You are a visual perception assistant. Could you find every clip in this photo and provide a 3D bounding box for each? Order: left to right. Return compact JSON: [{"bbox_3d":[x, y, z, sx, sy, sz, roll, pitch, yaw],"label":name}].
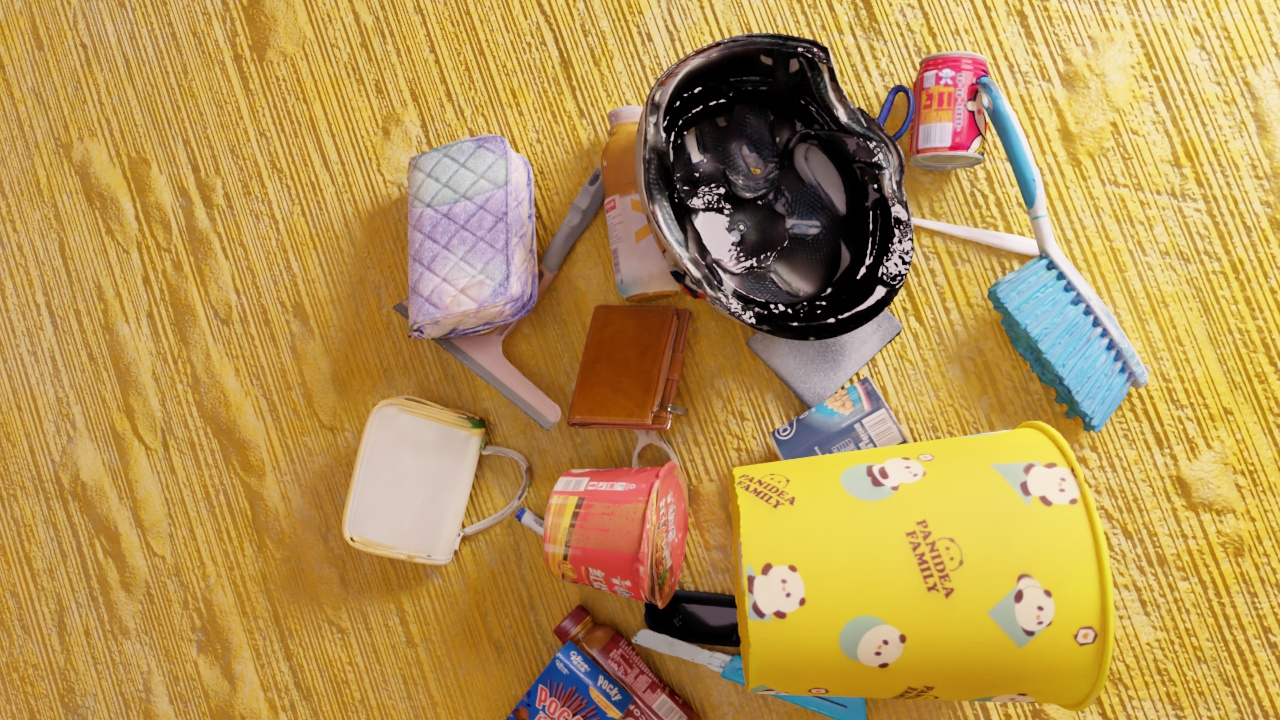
[{"bbox_3d":[0.006,0.068,0.926,0.071,0.034,0.100,-12,96,13],"label":"clip"}]

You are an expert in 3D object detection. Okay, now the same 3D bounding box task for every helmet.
[{"bbox_3d":[0.105,-0.142,0.832,0.229,0.157,0.274,-33,93,-12],"label":"helmet"}]

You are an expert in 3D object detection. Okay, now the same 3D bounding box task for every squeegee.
[{"bbox_3d":[-0.102,-0.091,0.945,0.248,0.040,0.249,36,92,28],"label":"squeegee"}]

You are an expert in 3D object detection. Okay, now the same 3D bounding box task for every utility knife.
[{"bbox_3d":[0.106,0.306,0.899,0.238,0.018,0.034,16,95,8],"label":"utility knife"}]

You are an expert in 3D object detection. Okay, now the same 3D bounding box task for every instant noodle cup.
[{"bbox_3d":[-0.023,0.161,0.884,0.109,0.137,0.138,3,91,20],"label":"instant noodle cup"}]

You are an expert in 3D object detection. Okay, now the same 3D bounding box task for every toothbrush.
[{"bbox_3d":[0.291,-0.124,0.863,0.180,0.016,0.016,16,96,13],"label":"toothbrush"}]

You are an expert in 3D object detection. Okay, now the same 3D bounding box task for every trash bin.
[{"bbox_3d":[0.207,0.172,0.754,0.255,0.229,0.229,-4,89,3],"label":"trash bin"}]

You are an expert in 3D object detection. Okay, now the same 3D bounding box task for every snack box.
[{"bbox_3d":[-0.077,0.354,0.914,0.084,0.026,0.157,40,125,10],"label":"snack box"}]

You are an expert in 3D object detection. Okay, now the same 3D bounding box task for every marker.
[{"bbox_3d":[-0.067,0.195,0.949,0.146,0.017,0.017,30,97,11],"label":"marker"}]

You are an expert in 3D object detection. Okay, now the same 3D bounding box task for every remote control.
[{"bbox_3d":[0.068,0.258,0.914,0.136,0.024,0.053,2,93,13],"label":"remote control"}]

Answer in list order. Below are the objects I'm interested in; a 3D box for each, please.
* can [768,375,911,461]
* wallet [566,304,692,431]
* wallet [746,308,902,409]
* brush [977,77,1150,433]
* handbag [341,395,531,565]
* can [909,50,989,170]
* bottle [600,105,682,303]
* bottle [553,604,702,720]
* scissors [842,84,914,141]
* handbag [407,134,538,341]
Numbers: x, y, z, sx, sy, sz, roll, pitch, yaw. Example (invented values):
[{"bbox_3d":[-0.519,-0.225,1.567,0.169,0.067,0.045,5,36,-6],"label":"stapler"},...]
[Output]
[{"bbox_3d":[0.187,0.072,0.859,0.111,0.075,0.075,-32,83,11],"label":"can"},{"bbox_3d":[-0.005,0.005,0.892,0.119,0.035,0.130,3,64,21],"label":"wallet"},{"bbox_3d":[0.178,-0.024,0.891,0.121,0.019,0.097,-45,83,8],"label":"wallet"},{"bbox_3d":[0.350,-0.091,0.812,0.109,0.060,0.314,-36,94,5],"label":"brush"},{"bbox_3d":[-0.209,0.132,0.969,0.179,0.063,0.163,15,94,-2],"label":"handbag"},{"bbox_3d":[0.283,-0.227,0.839,0.066,0.066,0.094,3,91,13],"label":"can"},{"bbox_3d":[-0.001,-0.154,0.906,0.068,0.068,0.189,-9,88,13],"label":"bottle"},{"bbox_3d":[-0.014,0.320,0.916,0.175,0.057,0.057,45,99,10],"label":"bottle"},{"bbox_3d":[0.201,-0.189,0.871,0.163,0.012,0.164,-49,60,32],"label":"scissors"},{"bbox_3d":[-0.172,-0.122,0.922,0.134,0.075,0.193,-10,70,19],"label":"handbag"}]
